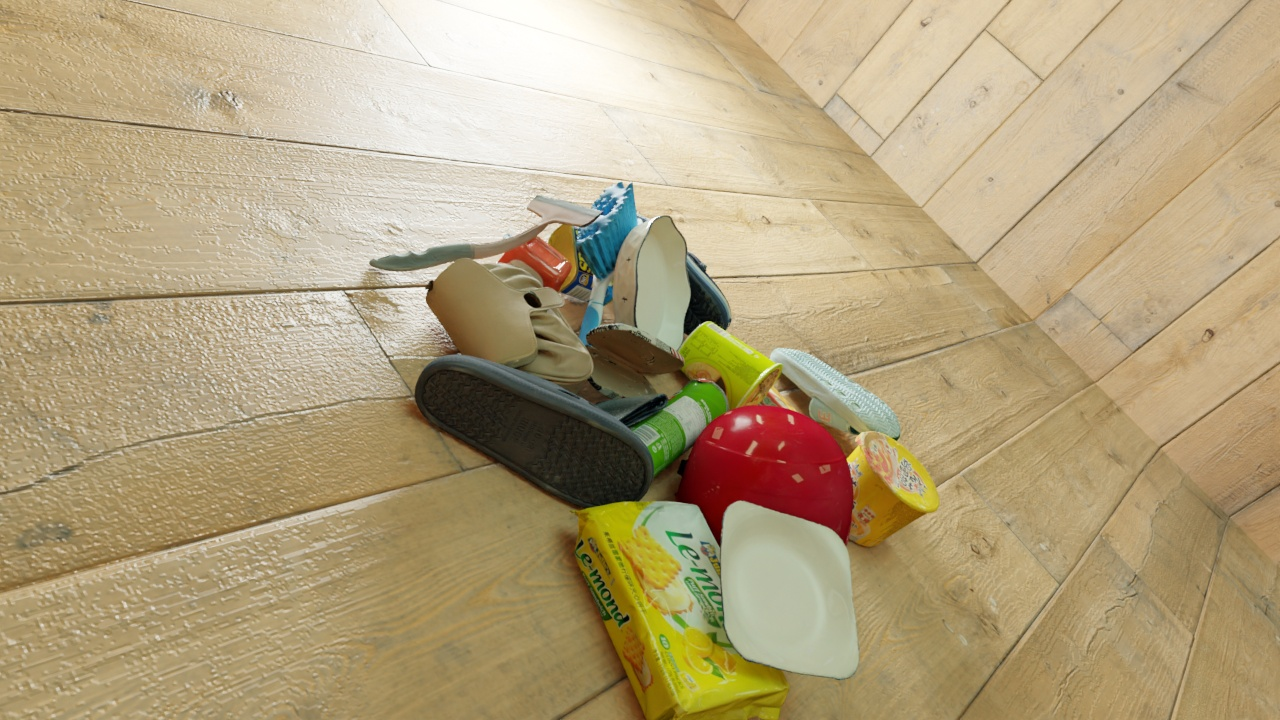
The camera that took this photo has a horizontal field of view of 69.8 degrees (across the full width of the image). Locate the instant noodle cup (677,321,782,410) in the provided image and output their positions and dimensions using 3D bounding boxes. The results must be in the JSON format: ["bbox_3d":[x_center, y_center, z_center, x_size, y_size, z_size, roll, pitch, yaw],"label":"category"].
[{"bbox_3d":[0.117,0.012,1.288,0.123,0.112,0.111,40,28,17],"label":"instant noodle cup"}]

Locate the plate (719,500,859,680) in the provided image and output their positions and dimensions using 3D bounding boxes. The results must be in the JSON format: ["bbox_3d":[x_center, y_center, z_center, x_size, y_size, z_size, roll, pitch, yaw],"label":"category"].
[{"bbox_3d":[0.141,0.230,0.911,0.164,0.034,0.163,20,51,-22],"label":"plate"}]

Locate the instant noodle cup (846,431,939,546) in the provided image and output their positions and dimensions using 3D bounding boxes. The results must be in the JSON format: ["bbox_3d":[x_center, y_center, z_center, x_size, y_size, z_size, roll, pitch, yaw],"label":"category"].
[{"bbox_3d":[0.327,0.185,1.281,0.138,0.110,0.137,29,32,-20],"label":"instant noodle cup"}]

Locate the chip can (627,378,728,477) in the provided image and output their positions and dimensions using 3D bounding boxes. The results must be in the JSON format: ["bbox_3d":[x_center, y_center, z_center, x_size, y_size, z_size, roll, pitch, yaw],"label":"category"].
[{"bbox_3d":[0.031,0.086,1.111,0.072,0.072,0.235,46,30,9],"label":"chip can"}]

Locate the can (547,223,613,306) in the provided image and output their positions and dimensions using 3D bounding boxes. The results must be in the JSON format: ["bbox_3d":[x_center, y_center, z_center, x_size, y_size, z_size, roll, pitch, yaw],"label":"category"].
[{"bbox_3d":[-0.079,-0.133,1.282,0.083,0.057,0.102,17,52,-38],"label":"can"}]

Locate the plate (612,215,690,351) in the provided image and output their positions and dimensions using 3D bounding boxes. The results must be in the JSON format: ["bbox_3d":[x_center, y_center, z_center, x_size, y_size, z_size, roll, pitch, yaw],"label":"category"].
[{"bbox_3d":[0.015,-0.094,1.250,0.046,0.205,0.204,5,21,22],"label":"plate"}]

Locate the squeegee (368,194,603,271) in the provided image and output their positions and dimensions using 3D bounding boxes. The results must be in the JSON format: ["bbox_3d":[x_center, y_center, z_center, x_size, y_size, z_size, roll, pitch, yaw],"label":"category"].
[{"bbox_3d":[-0.196,-0.139,1.091,0.249,0.040,0.248,-19,21,-17],"label":"squeegee"}]

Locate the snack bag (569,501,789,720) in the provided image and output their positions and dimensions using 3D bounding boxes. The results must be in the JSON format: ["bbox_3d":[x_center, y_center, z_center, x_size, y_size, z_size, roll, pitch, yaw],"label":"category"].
[{"bbox_3d":[0.031,0.246,0.900,0.157,0.068,0.246,7,44,-42],"label":"snack bag"}]

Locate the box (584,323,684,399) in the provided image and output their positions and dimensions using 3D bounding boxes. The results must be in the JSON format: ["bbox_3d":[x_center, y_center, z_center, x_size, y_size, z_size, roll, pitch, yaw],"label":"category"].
[{"bbox_3d":[-0.006,0.006,1.141,0.162,0.087,0.075,27,31,-47],"label":"box"}]

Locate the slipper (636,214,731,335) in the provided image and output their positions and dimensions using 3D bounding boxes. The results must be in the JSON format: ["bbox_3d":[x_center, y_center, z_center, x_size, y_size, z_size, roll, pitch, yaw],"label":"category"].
[{"bbox_3d":[0.043,-0.136,1.391,0.253,0.105,0.095,43,29,5],"label":"slipper"}]

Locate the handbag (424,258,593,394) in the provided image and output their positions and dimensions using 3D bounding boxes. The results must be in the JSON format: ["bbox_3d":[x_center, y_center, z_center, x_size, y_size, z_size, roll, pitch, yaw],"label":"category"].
[{"bbox_3d":[-0.145,-0.036,1.046,0.147,0.100,0.204,-2,46,-47],"label":"handbag"}]

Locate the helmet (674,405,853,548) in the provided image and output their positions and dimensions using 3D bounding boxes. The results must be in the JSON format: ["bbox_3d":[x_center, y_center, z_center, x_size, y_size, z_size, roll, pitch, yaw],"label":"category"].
[{"bbox_3d":[0.148,0.126,1.056,0.207,0.144,0.239,7,37,-1],"label":"helmet"}]

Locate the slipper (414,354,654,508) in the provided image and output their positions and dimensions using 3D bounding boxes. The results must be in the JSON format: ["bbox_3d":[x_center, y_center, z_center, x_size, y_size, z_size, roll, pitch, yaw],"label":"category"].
[{"bbox_3d":[-0.102,0.061,0.961,0.268,0.111,0.083,28,29,-14],"label":"slipper"}]

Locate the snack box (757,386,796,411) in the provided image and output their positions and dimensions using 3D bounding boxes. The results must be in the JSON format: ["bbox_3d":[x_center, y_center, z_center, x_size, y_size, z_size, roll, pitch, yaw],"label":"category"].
[{"bbox_3d":[0.209,0.078,1.355,0.156,0.027,0.077,48,13,14],"label":"snack box"}]

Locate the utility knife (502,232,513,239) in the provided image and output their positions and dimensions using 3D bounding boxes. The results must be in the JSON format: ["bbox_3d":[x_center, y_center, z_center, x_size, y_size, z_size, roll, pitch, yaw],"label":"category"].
[{"bbox_3d":[-0.110,-0.147,1.321,0.201,0.015,0.033,19,34,-33],"label":"utility knife"}]

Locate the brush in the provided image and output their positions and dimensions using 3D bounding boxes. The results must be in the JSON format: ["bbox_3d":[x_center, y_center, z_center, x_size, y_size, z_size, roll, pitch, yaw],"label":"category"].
[{"bbox_3d":[-0.055,-0.111,1.199,0.109,0.061,0.313,65,33,-33],"label":"brush"}]

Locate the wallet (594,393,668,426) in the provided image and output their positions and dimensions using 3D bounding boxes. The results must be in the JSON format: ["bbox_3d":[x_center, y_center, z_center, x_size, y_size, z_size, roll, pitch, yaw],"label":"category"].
[{"bbox_3d":[-0.036,0.063,1.054,0.120,0.097,0.019,-23,102,-58],"label":"wallet"}]

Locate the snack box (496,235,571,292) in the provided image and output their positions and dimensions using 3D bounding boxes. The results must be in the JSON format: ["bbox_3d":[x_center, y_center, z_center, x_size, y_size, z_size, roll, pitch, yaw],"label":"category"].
[{"bbox_3d":[-0.141,-0.109,1.170,0.091,0.080,0.081,38,30,-5],"label":"snack box"}]

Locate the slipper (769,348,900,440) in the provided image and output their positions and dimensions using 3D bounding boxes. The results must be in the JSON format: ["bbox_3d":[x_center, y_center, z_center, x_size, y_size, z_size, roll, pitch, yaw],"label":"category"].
[{"bbox_3d":[0.298,0.062,1.458,0.245,0.074,0.103,39,26,32],"label":"slipper"}]
